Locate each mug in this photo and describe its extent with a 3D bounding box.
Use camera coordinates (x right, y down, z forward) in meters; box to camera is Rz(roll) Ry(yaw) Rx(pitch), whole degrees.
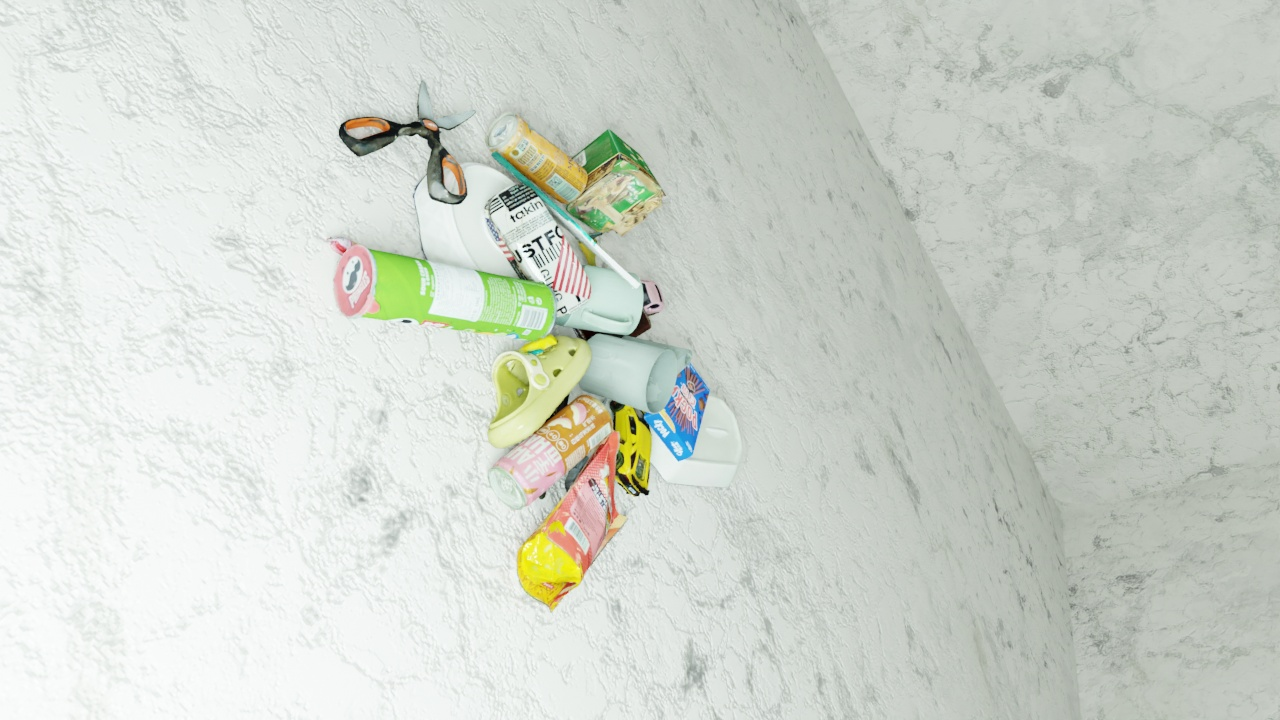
[{"bbox_3d":[-0.007,0.007,1.176,0.123,0.103,0.084,-40,137,-50],"label":"mug"},{"bbox_3d":[-0.057,-0.071,1.161,0.106,0.082,0.111,7,31,-28],"label":"mug"}]

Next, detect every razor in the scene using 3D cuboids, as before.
[{"bbox_3d":[-0.054,-0.116,1.287,0.043,0.028,0.132,-21,90,-48],"label":"razor"}]

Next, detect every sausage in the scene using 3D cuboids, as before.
[{"bbox_3d":[-0.261,-0.092,0.956,0.155,0.020,0.020,33,45,-44],"label":"sausage"}]

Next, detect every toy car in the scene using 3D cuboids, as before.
[{"bbox_3d":[-0.011,0.102,1.187,0.071,0.041,0.155,51,31,-46],"label":"toy car"},{"bbox_3d":[-0.002,-0.094,1.348,0.122,0.037,0.056,-7,75,-58],"label":"toy car"}]

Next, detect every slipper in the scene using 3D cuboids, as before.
[{"bbox_3d":[-0.123,0.019,1.033,0.081,0.092,0.190,53,37,-17],"label":"slipper"}]

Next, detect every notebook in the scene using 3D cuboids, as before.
[{"bbox_3d":[-0.096,-0.175,1.140,0.209,0.012,0.150,44,1,43],"label":"notebook"}]

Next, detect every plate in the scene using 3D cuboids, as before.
[{"bbox_3d":[0.080,0.103,1.348,0.265,0.034,0.162,16,58,-53],"label":"plate"},{"bbox_3d":[-0.178,-0.147,1.097,0.205,0.046,0.204,36,42,-42],"label":"plate"}]

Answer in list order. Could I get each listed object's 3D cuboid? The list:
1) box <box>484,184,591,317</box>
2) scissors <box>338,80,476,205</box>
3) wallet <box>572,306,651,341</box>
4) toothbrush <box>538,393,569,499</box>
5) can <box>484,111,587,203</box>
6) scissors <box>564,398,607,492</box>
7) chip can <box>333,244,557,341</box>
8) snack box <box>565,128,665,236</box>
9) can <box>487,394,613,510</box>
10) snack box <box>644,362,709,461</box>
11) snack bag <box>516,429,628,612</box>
[{"bbox_3d":[-0.128,-0.123,1.079,0.074,0.079,0.163,-38,104,-23],"label":"box"},{"bbox_3d":[-0.251,-0.259,1.042,0.223,0.022,0.220,-2,52,-44],"label":"scissors"},{"bbox_3d":[-0.046,-0.062,1.246,0.122,0.020,0.096,-33,94,-43],"label":"wallet"},{"bbox_3d":[-0.102,0.070,1.094,0.027,0.026,0.212,83,11,-52],"label":"toothbrush"},{"bbox_3d":[-0.137,-0.269,1.228,0.146,0.058,0.058,32,45,-45],"label":"can"},{"bbox_3d":[-0.067,0.097,1.125,0.159,0.014,0.171,52,37,-56],"label":"scissors"},{"bbox_3d":[-0.195,-0.065,0.957,0.235,0.072,0.072,7,64,-47],"label":"chip can"},{"bbox_3d":[-0.044,-0.264,1.335,0.117,0.118,0.105,29,35,-47],"label":"snack box"},{"bbox_3d":[-0.096,0.098,1.003,0.146,0.058,0.058,-39,105,-35],"label":"can"},{"bbox_3d":[0.053,0.058,1.267,0.084,0.026,0.156,53,30,-22],"label":"snack box"},{"bbox_3d":[-0.063,0.179,1.035,0.207,0.073,0.129,-50,139,-59],"label":"snack bag"}]
